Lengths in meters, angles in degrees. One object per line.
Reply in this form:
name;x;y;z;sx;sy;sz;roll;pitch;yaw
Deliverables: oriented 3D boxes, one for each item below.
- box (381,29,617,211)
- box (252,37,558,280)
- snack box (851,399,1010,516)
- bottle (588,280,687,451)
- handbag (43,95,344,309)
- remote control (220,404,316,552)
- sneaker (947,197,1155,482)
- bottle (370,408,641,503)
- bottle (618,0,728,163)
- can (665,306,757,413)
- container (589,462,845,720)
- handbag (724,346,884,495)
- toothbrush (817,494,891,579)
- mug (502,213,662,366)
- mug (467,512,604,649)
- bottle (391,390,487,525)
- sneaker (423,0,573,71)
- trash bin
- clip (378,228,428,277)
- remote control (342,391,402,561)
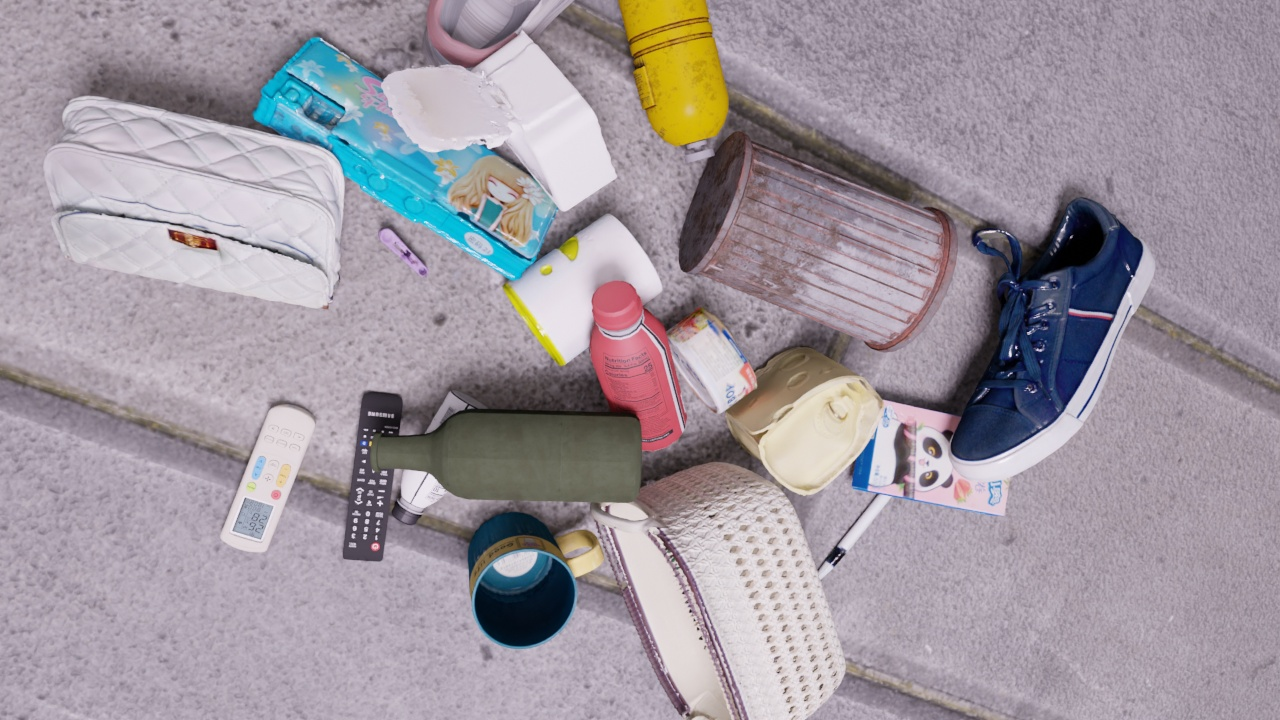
box;-0.094;-0.182;0.674;0.101;0.189;0.111;-45;65;13
box;-0.171;-0.155;0.708;0.226;0.093;0.040;32;133;-16
snack box;0.281;0.094;0.875;0.154;0.033;0.088;12;85;-16
bottle;-0.004;0.004;0.736;0.062;0.062;0.177;-28;144;-8
handbag;-0.317;-0.102;0.664;0.194;0.139;0.072;11;53;-13
remote control;-0.304;0.096;0.750;0.038;0.018;0.125;22;94;-16
sneaker;0.349;-0.031;0.830;0.127;0.121;0.294;42;74;-24
bottle;-0.104;0.074;0.719;0.207;0.071;0.071;2;98;-3
bottle;0.028;-0.246;0.751;0.071;0.071;0.164;-17;102;-11
can;0.058;0.000;0.787;0.043;0.086;0.086;-36;105;-7
container;0.065;0.207;0.779;0.143;0.185;0.252;-25;105;-21
handbag;0.138;0.046;0.798;0.111;0.119;0.081;-45;104;0
toothbrush;0.197;0.182;0.884;0.012;0.017;0.186;40;88;-25
mug;-0.047;-0.058;0.755;0.106;0.082;0.082;-36;105;-7
mug;-0.088;0.174;0.768;0.113;0.107;0.083;-21;101;-10
bottle;-0.170;0.084;0.768;0.041;0.041;0.116;30;90;-16
sneaker;-0.079;-0.315;0.703;0.099;0.089;0.236;37;89;-16
trash bin;0.153;-0.096;0.774;0.211;0.131;0.131;19;93;-14
clip;-0.192;-0.087;0.745;0.013;0.033;0.051;-45;106;-5
remote control;-0.225;0.100;0.770;0.033;0.015;0.147;7;97;-15
